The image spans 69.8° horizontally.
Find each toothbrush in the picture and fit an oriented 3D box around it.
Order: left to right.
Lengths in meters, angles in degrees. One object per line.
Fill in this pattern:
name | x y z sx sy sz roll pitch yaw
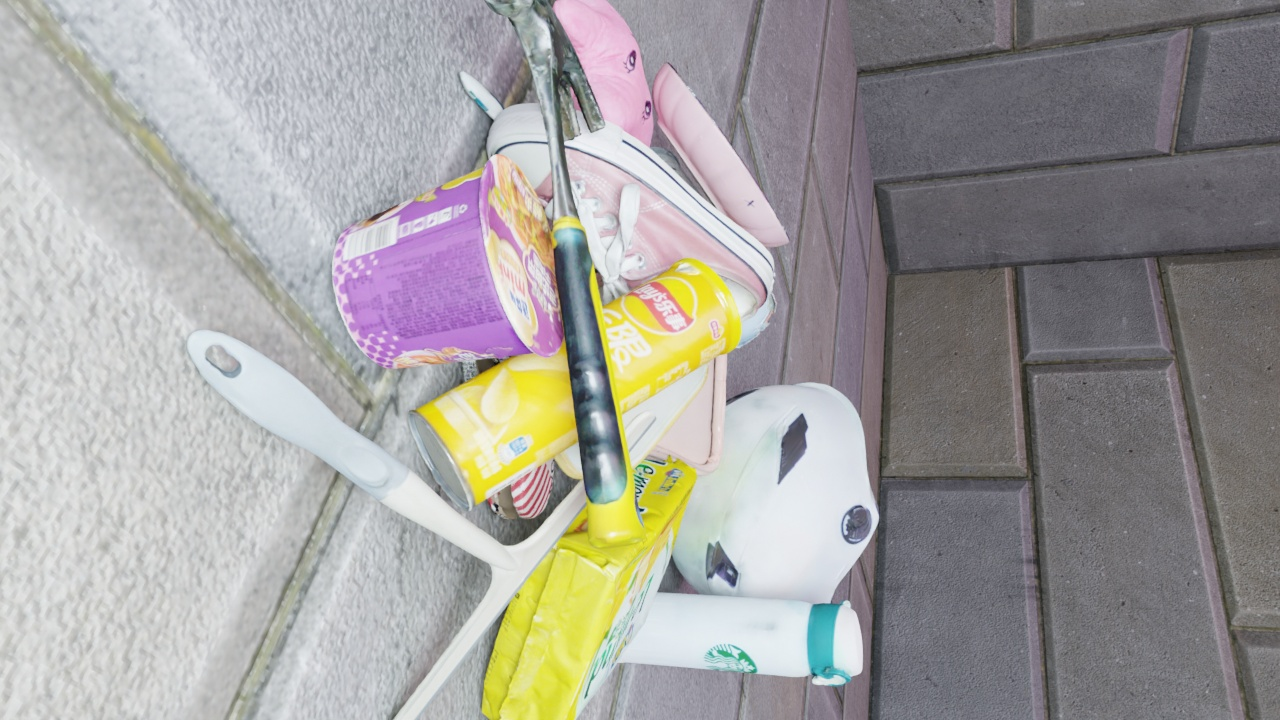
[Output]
toothbrush | -0.086 -0.167 0.704 0.191 0.018 0.016 41 25 -63

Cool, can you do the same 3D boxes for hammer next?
hammer | -0.036 -0.057 0.520 0.126 0.032 0.323 36 43 -70

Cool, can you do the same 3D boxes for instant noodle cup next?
instant noodle cup | -0.105 -0.045 0.506 0.111 0.099 0.111 -13 90 -76

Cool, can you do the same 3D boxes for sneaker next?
sneaker | -0.011 -0.091 0.662 0.241 0.119 0.087 32 57 -14

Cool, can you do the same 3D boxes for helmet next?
helmet | 0.111 0.140 0.948 0.145 0.229 0.259 11 102 -35

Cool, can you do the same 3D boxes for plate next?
plate | 0.064 -0.174 0.820 0.192 0.039 0.192 53 9 -12

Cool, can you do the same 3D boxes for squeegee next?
squeegee | -0.122 0.064 0.467 0.246 0.039 0.246 -51 128 -10

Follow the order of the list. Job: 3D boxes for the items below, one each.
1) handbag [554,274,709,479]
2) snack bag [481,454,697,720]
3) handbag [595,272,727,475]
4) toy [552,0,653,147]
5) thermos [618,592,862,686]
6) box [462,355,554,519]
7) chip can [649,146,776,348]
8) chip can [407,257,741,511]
handbag | -0.030 -0.017 0.722 0.162 0.063 0.179 -46 113 -43
snack bag | -0.032 0.165 0.682 0.158 0.068 0.246 -70 166 16
handbag | -0.005 0.005 0.836 0.234 0.093 0.193 17 72 -60
toy | -0.029 -0.220 0.773 0.178 0.075 0.195 -89 162 -50
thermos | 0.083 0.245 0.816 0.073 0.225 0.073 -2 90 -69
box | -0.095 0.030 0.636 0.074 0.064 0.164 -113 -161 -82
chip can | 0.044 -0.104 0.822 0.214 0.071 0.071 62 1 40
chip can | -0.036 0.011 0.581 0.213 0.072 0.072 -32 125 -23
